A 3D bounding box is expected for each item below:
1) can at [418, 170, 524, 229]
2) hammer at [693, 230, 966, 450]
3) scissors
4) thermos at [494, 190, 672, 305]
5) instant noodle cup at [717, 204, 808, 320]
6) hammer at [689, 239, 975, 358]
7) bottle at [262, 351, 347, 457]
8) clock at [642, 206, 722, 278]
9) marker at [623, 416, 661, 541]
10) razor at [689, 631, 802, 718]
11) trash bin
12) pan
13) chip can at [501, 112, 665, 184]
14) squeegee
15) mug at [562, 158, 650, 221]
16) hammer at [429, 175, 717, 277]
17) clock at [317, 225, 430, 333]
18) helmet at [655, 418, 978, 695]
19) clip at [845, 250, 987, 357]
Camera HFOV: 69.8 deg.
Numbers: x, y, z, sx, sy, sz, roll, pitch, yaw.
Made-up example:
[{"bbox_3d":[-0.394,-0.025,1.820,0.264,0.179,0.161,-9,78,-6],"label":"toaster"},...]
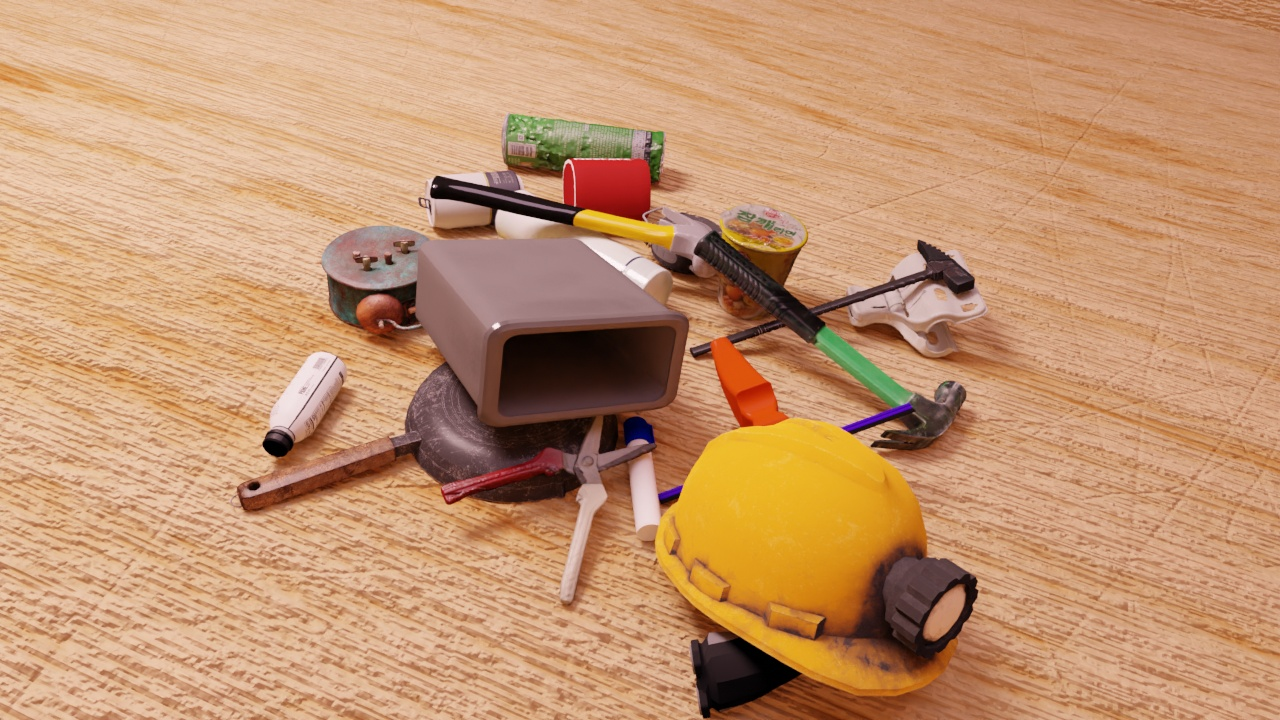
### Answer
[{"bbox_3d":[-0.210,-0.197,1.130,0.127,0.064,0.064,-9,42,-20],"label":"can"},{"bbox_3d":[0.185,-0.026,0.953,0.319,0.032,0.129,41,50,10],"label":"hammer"},{"bbox_3d":[-0.065,0.118,0.778,0.198,0.015,0.179,-9,57,-22],"label":"scissors"},{"bbox_3d":[-0.069,-0.124,1.065,0.230,0.068,0.067,32,44,26],"label":"thermos"},{"bbox_3d":[0.130,-0.109,1.049,0.102,0.108,0.102,5,39,-4],"label":"instant noodle cup"},{"bbox_3d":[0.205,-0.063,1.024,0.324,0.015,0.095,-18,42,-10],"label":"hammer"},{"bbox_3d":[-0.308,0.041,0.837,0.041,0.041,0.115,11,39,2],"label":"bottle"},{"bbox_3d":[0.055,-0.143,1.128,0.091,0.044,0.123,-27,51,-36],"label":"clock"},{"bbox_3d":[0.003,0.105,0.831,0.027,0.023,0.133,18,35,-21],"label":"marker"},{"bbox_3d":[0.103,0.217,0.690,0.156,0.057,0.060,-10,1,-23],"label":"razor"},{"bbox_3d":[-0.093,-0.038,0.868,0.191,0.098,0.220,-5,27,-28],"label":"trash bin"},{"bbox_3d":[-0.186,0.067,0.834,0.356,0.040,0.207,-15,45,-29],"label":"pan"},{"bbox_3d":[-0.079,-0.292,1.265,0.223,0.076,0.075,6,39,-3],"label":"chip can"},{"bbox_3d":[0.111,0.040,0.906,0.249,0.055,0.184,-19,44,-6],"label":"squeegee"},{"bbox_3d":[-0.049,-0.218,1.181,0.096,0.080,0.116,-3,12,-15],"label":"mug"},{"bbox_3d":[-0.073,-0.162,1.032,0.323,0.029,0.126,11,29,-8],"label":"hammer"},{"bbox_3d":[-0.266,-0.085,0.975,0.121,0.073,0.157,-24,50,-34],"label":"clock"},{"bbox_3d":[0.133,0.118,0.704,0.204,0.131,0.255,-8,27,-36],"label":"helmet"},{"bbox_3d":[0.317,-0.059,1.071,0.151,0.110,0.126,-20,36,15],"label":"clip"}]
